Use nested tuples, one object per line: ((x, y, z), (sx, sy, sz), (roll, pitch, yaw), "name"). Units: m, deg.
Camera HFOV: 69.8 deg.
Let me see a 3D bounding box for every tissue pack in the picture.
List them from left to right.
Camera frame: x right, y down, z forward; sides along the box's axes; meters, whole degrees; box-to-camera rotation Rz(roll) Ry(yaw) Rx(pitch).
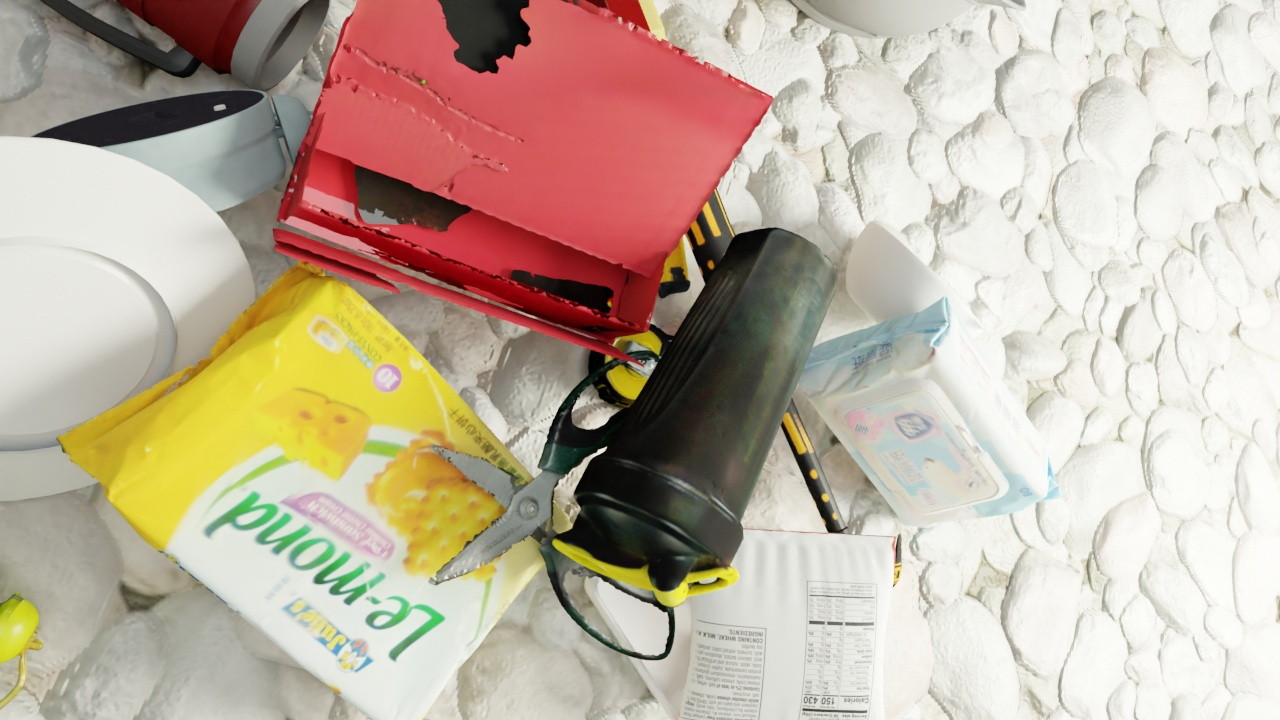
((0.204, 0.048, 0.645), (0.182, 0.112, 0.069), (50, 40, -20), "tissue pack")

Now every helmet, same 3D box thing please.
((0.158, -0.315, 0.693), (0.271, 0.118, 0.183), (28, 42, -21), "helmet")

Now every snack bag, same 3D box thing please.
((-0.161, 0.076, 0.510), (0.159, 0.068, 0.247), (-47, 115, -19), "snack bag")
((0.088, 0.175, 0.558), (0.131, 0.039, 0.144), (3, 93, 1), "snack bag")

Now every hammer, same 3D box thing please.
((0.091, 0.012, 0.627), (0.036, 0.123, 0.320), (-21, 86, -20), "hammer")

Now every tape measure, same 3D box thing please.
((-0.004, 0.004, 0.624), (0.061, 0.034, 0.061), (23, 74, -16), "tape measure")

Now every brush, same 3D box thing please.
((-0.033, -0.257, 0.620), (0.041, 0.082, 0.173), (-22, 92, -24), "brush")

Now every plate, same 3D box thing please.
((-0.289, -0.007, 0.437), (0.208, 0.209, 0.015), (-24, 50, -23), "plate")

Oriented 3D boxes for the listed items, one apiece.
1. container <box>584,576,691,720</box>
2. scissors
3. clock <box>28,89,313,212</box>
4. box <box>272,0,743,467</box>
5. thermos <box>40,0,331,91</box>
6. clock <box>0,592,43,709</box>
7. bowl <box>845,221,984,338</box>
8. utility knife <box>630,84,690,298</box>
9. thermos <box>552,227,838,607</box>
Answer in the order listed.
((0.019, 0.170, 0.603), (0.080, 0.050, 0.129), (-35, 97, -23), "container")
((-0.027, 0.098, 0.546), (0.201, 0.015, 0.204), (-37, 105, -32), "scissors")
((-0.246, -0.113, 0.496), (0.158, 0.123, 0.045), (-34, 128, -41), "clock")
((-0.071, 0.031, 0.418), (0.214, 0.172, 0.477), (20, 40, -26), "box")
((-0.288, -0.233, 0.515), (0.198, 0.084, 0.108), (35, 90, -12), "thermos")
((-0.356, 0.128, 0.449), (0.083, 0.057, 0.119), (-37, 97, -23), "clock")
((0.194, -0.046, 0.682), (0.114, 0.114, 0.051), (42, 102, -12), "bowl")
((0.007, -0.156, 0.662), (0.030, 0.019, 0.224), (-6, 82, -33), "utility knife")
((0.042, 0.029, 0.529), (0.098, 0.098, 0.220), (35, 68, -15), "thermos")
